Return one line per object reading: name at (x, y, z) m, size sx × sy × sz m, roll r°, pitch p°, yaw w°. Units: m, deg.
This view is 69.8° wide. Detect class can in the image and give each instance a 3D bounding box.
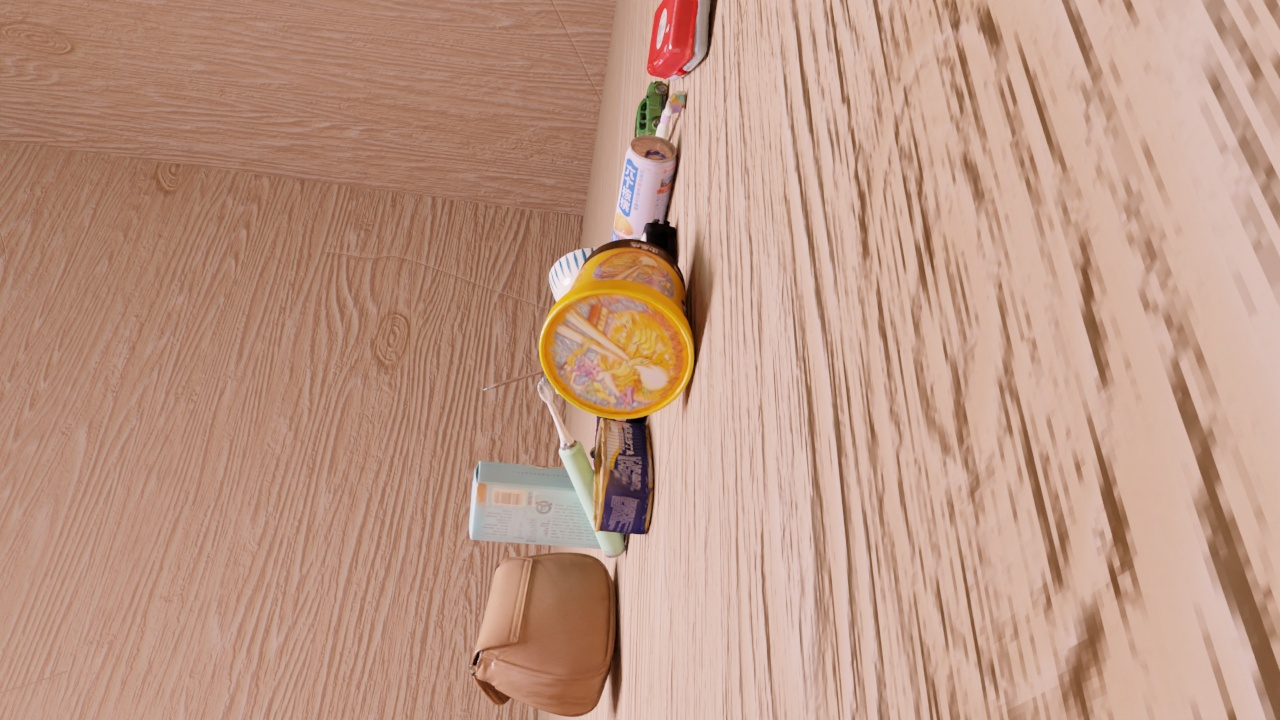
can at (-0.018, 0.112, 0.900) m, size 0.148 × 0.049 × 0.075 m, roll -96°, pitch 14°, yaw -63°
can at (0.003, -0.169, 0.977) m, size 0.053 × 0.053 × 0.135 m, roll -90°, pitch 9°, yaw -46°

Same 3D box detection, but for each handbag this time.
handbag at (-0.102, 0.299, 1.008) m, size 0.204 × 0.148 × 0.100 m, roll -87°, pitch 7°, yaw -66°

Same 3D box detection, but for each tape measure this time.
tape measure at (0.014, -0.093, 0.893) m, size 0.066 × 0.033 × 0.065 m, roll 106°, pitch 170°, yaw -46°

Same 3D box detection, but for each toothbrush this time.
toothbrush at (0.026, -0.248, 1.016) m, size 0.029 × 0.020 × 0.190 m, roll -54°, pitch 0°, yaw -10°
toothbrush at (-0.063, 0.116, 0.957) m, size 0.027 × 0.026 × 0.225 m, roll -95°, pitch -15°, yaw -64°

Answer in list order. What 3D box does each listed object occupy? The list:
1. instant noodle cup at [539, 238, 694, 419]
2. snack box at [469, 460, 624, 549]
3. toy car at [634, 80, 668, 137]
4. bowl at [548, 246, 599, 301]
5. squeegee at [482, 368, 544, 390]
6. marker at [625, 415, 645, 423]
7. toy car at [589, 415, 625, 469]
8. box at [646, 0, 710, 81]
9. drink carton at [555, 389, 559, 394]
instant noodle cup at (-0.013, -0.032, 0.740) m, size 0.114 × 0.118 × 0.119 m, roll -80°, pitch 0°, yaw -57°
snack box at (-0.100, 0.161, 1.018) m, size 0.051 × 0.174 × 0.074 m, roll -102°, pitch 20°, yaw -64°
toy car at (0.013, -0.295, 1.107) m, size 0.043 × 0.036 × 0.091 m, roll 108°, pitch 171°, yaw -67°
bowl at (-0.062, -0.095, 1.243) m, size 0.117 × 0.116 × 0.066 m, roll 106°, pitch 155°, yaw -57°
squeegee at (-0.054, -0.057, 1.152) m, size 0.250 × 0.040 × 0.247 m, roll -52°, pitch -16°, yaw 25°
marker at (-0.004, 0.061, 0.967) m, size 0.022 × 0.020 × 0.132 m, roll 60°, pitch 155°, yaw 25°
toy car at (-0.040, 0.097, 1.153) m, size 0.056 × 0.037 × 0.123 m, roll -117°, pitch 30°, yaw -58°
box at (0.041, -0.323, 0.893) m, size 0.201 × 0.047 × 0.087 m, roll -113°, pitch 30°, yaw -78°
drink carton at (-0.067, 0.015, 1.136) m, size 0.122 × 0.046 × 0.053 m, roll 6°, pitch -116°, yaw -63°
